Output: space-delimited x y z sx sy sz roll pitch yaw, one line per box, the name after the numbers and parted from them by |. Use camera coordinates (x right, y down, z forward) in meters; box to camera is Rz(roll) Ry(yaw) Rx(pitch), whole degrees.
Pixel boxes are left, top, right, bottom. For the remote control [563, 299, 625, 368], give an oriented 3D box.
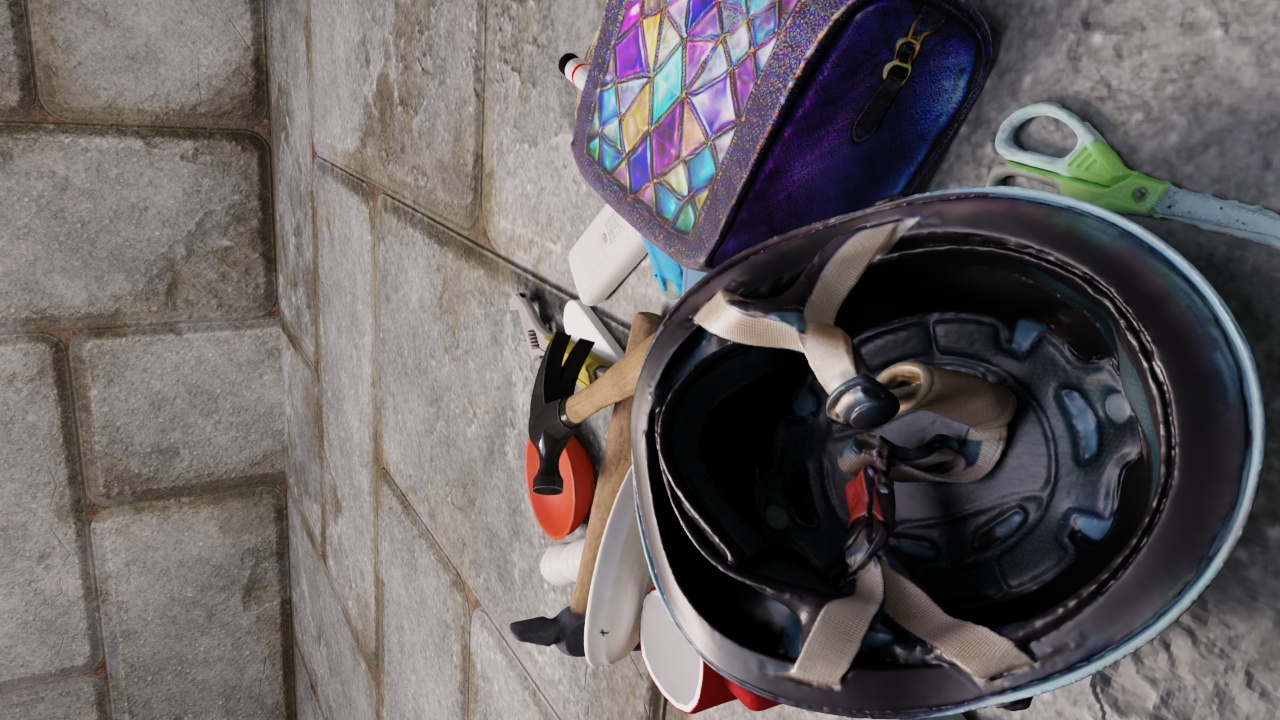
-0.042 -0.012 0.887 0.136 0.013 0.043 52 137 42 | remote control

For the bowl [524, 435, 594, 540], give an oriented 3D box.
-0.081 0.124 0.957 0.122 0.035 0.122 17 110 58 | bowl

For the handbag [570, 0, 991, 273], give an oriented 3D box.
0.075 -0.171 0.540 0.205 0.125 0.222 49 123 45 | handbag

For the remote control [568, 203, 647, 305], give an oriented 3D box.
-0.026 -0.105 0.831 0.139 0.025 0.060 -42 59 52 | remote control

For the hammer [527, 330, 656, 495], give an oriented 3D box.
-0.004 0.004 0.710 0.306 0.040 0.132 -33 50 50 | hammer

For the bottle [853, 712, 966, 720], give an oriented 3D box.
0.164 0.284 0.554 0.072 0.046 0.161 7 101 59 | bottle

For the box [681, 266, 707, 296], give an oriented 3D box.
0.061 -0.011 0.686 0.127 0.039 0.209 25 117 55 | box

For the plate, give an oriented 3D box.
0.005 0.155 0.726 0.034 0.181 0.182 14 113 14 | plate

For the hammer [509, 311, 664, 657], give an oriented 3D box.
-0.026 0.113 0.810 0.040 0.129 0.322 35 115 61 | hammer

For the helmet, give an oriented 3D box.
0.134 0.040 0.429 0.266 0.166 0.225 -18 73 33 | helmet

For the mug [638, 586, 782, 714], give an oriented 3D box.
0.070 0.203 0.650 0.116 0.096 0.080 35 125 53 | mug

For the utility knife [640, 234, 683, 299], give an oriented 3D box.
0.004 -0.109 0.691 0.031 0.015 0.198 10 146 28 | utility knife

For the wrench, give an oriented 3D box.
-0.081 -0.011 0.926 0.273 0.018 0.084 28 131 61 | wrench

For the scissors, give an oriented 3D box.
0.229 -0.073 0.414 0.174 0.033 0.065 41 125 54 | scissors

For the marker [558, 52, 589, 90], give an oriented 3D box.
-0.025 -0.199 0.689 0.145 0.019 0.019 51 136 45 | marker

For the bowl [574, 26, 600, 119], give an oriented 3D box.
0.009 -0.195 0.717 0.145 0.063 0.145 19 112 58 | bowl

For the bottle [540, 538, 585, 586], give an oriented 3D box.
-0.057 0.201 0.922 0.137 0.044 0.044 -29 70 58 | bottle
